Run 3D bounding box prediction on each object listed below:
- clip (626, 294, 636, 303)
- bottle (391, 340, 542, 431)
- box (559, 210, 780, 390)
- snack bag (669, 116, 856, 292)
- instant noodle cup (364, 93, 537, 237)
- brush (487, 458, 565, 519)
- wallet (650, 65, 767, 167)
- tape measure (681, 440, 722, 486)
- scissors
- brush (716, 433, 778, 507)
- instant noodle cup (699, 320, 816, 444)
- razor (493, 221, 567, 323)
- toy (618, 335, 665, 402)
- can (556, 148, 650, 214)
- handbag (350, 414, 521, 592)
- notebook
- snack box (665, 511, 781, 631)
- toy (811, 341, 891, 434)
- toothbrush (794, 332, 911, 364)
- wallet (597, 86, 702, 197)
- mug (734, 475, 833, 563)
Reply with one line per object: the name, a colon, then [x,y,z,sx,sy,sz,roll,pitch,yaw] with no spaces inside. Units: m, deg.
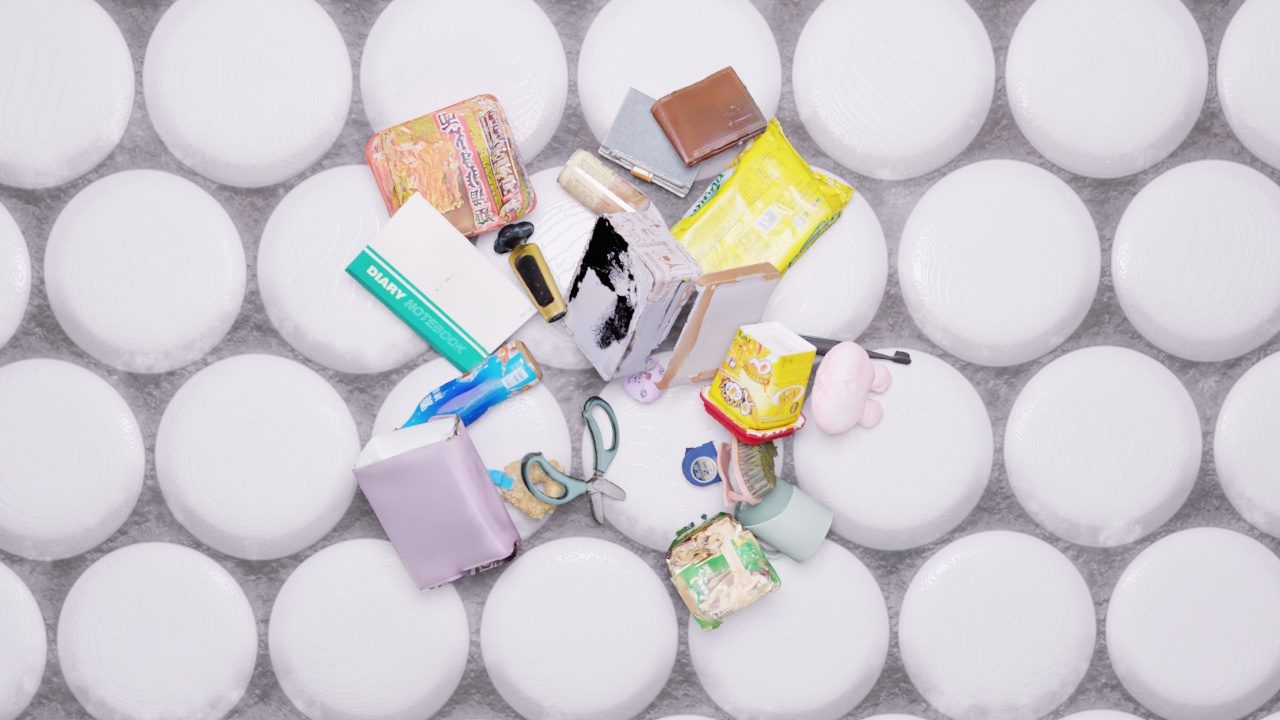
clip: [-0.025,-0.084,1.220,0.057,0.045,0.014,12,89,-4]
bottle: [-0.234,0.054,1.202,0.219,0.065,0.065,-32,92,2]
box: [0.030,-0.082,1.139,0.197,0.181,0.157,-13,50,-35]
snack bag: [0.147,-0.175,1.195,0.158,0.068,0.246,42,90,-2]
instant noodle cup: [-0.241,-0.235,1.182,0.189,0.079,0.164,-19,93,0]
brush: [-0.217,0.147,1.218,0.255,0.046,0.083,14,93,4]
wallet: [0.087,-0.309,1.170,0.124,0.032,0.101,-27,72,-9]
tape measure: [0.082,0.140,1.228,0.054,0.025,0.058,-18,88,2]
scissors: [-0.073,0.123,1.203,0.170,0.019,0.181,27,73,-32]
brush: [0.133,0.134,1.167,0.073,0.145,0.063,-28,111,18]
instant noodle cup: [0.154,0.024,1.154,0.115,0.116,0.124,-9,127,-40]
razor: [-0.138,-0.112,1.166,0.062,0.067,0.167,-33,57,4]
toy: [-0.007,0.007,1.216,0.083,0.039,0.108,-43,90,-21]
can: [-0.048,-0.219,1.195,0.116,0.058,0.058,38,91,-2]
handbag: [-0.252,0.177,1.161,0.145,0.098,0.197,-15,113,16]
notebook: [-0.254,-0.092,1.174,0.151,0.012,0.209,-40,107,23]
snack box: [0.101,0.261,1.194,0.118,0.105,0.117,-31,94,2]
toy: [0.272,0.040,1.182,0.054,0.159,0.121,16,90,43]
toothbrush: [0.257,-0.017,1.225,0.212,0.027,0.026,8,136,-2]
wallet: [0.022,-0.285,1.205,0.129,0.037,0.106,26,81,-2]
mug: [0.178,0.213,1.211,0.106,0.082,0.112,31,123,-2]
